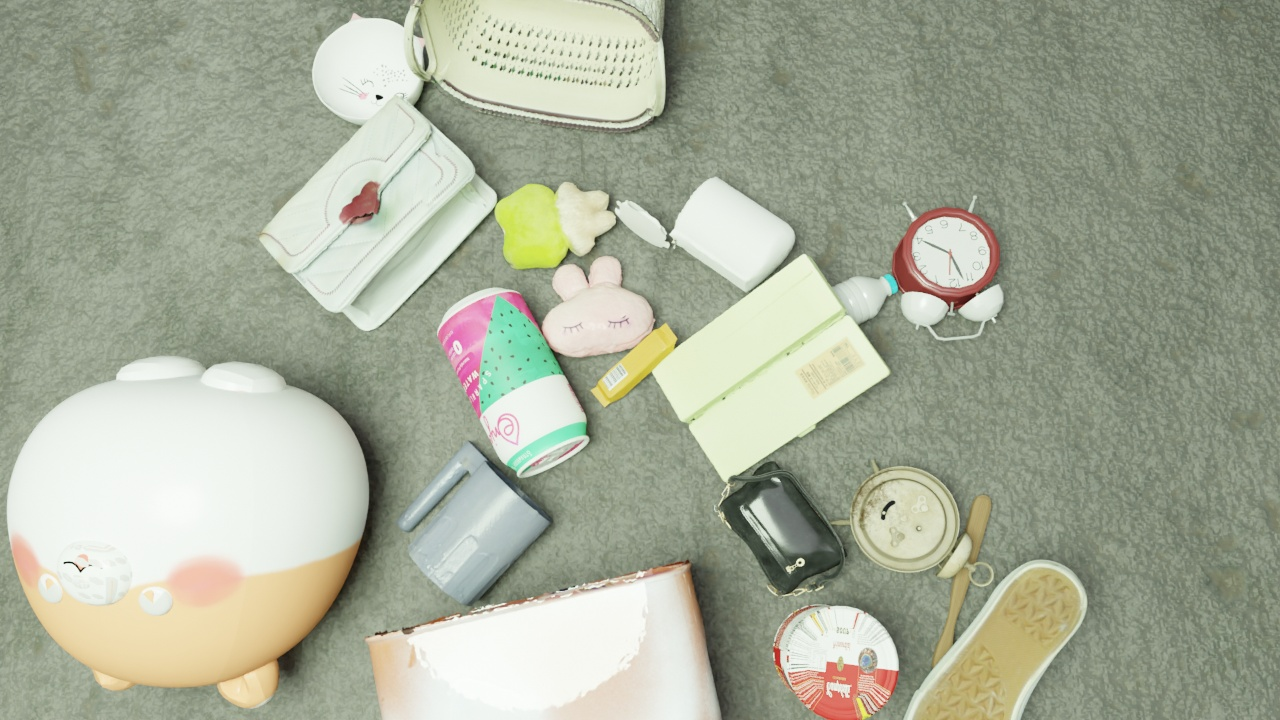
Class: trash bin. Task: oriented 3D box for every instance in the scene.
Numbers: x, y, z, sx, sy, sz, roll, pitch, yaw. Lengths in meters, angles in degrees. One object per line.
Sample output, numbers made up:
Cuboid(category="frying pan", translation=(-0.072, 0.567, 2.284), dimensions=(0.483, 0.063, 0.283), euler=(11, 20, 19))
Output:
Cuboid(category="trash bin", translation=(-0.066, 0.266, 0.748), dimensions=(0.259, 0.182, 0.157), euler=(-14, 78, -2))

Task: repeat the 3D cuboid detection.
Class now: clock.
Cuboid(category="clock", translation=(0.250, 0.156, 0.824), dimensions=(0.141, 0.054, 0.093), euler=(34, 80, 17))
Cuboid(category="clock", translation=(0.295, -0.086, 0.883), dimensions=(0.096, 0.048, 0.137), euler=(-5, 75, 1))

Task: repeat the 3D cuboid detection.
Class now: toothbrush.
Cuboid(category="toothbrush", translation=(0.290, 0.201, 0.832), dimensions=(0.016, 0.016, 0.166), euler=(19, 76, 7))

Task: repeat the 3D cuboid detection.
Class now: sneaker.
Cuboid(category="sneaker", translation=(0.297, 0.271, 0.788), dimensions=(0.087, 0.079, 0.235), euler=(30, 97, 19))

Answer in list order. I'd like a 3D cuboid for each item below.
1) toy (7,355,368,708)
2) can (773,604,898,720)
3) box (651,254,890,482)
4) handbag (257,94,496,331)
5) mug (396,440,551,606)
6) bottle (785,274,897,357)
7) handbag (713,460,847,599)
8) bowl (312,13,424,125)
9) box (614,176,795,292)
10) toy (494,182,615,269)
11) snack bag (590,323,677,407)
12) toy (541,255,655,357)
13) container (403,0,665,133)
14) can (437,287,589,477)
Cuboid(category="toy", translation=(-0.364, 0.138, 0.752), dimensions=(0.263, 0.265, 0.280), euler=(5, 92, 6))
Cuboid(category="can", translation=(0.160, 0.251, 0.772), dimensions=(0.086, 0.116, 0.086), euler=(-1, 76, 2))
Cuboid(category="box", translation=(0.116, 0.010, 0.845), dimensions=(0.187, 0.030, 0.138), euler=(-35, 76, 19))
Cuboid(category="handbag", translation=(-0.258, -0.147, 0.892), dimensions=(0.142, 0.096, 0.198), euler=(42, 89, 14))
Cuboid(category="mug", translation=(-0.158, 0.146, 0.839), dimensions=(0.104, 0.084, 0.124), euler=(-48, 55, -7))
Cuboid(category="bottle", translation=(0.182, -0.045, 0.880), dimensions=(0.136, 0.044, 0.044), euler=(-26, 77, -4))
Cuboid(category="handbag", translation=(0.125, 0.153, 0.831), dimensions=(0.079, 0.054, 0.128), euler=(-37, 80, -2))
Cuboid(category="bowl", translation=(-0.277, -0.292, 0.956), dimensions=(0.115, 0.050, 0.114), euler=(-1, 76, 2))
Cuboid(category="box", translation=(0.062, -0.133, 0.889), dimensions=(0.165, 0.084, 0.094), euler=(39, 89, 12))
Cuboid(category="toy", translation=(-0.084, -0.137, 0.912), dimensions=(0.118, 0.043, 0.092), euler=(-15, 70, 4))
Cuboid(category="snack bag", translation=(-0.005, 0.005, 0.876), dimensions=(0.099, 0.020, 0.026), euler=(-43, 66, 14))
Cuboid(category="toy", translation=(-0.045, -0.053, 0.892), dimensions=(0.108, 0.053, 0.105), euler=(-14, 61, 0))
Cuboid(category="container", translation=(-0.089, -0.328, 0.898), dimensions=(0.251, 0.185, 0.143), euler=(10, 65, 3))
Cuboid(category="can", translation=(-0.118, 0.019, 0.855), dimensions=(0.088, 0.088, 0.166), euler=(-28, 77, -4))
